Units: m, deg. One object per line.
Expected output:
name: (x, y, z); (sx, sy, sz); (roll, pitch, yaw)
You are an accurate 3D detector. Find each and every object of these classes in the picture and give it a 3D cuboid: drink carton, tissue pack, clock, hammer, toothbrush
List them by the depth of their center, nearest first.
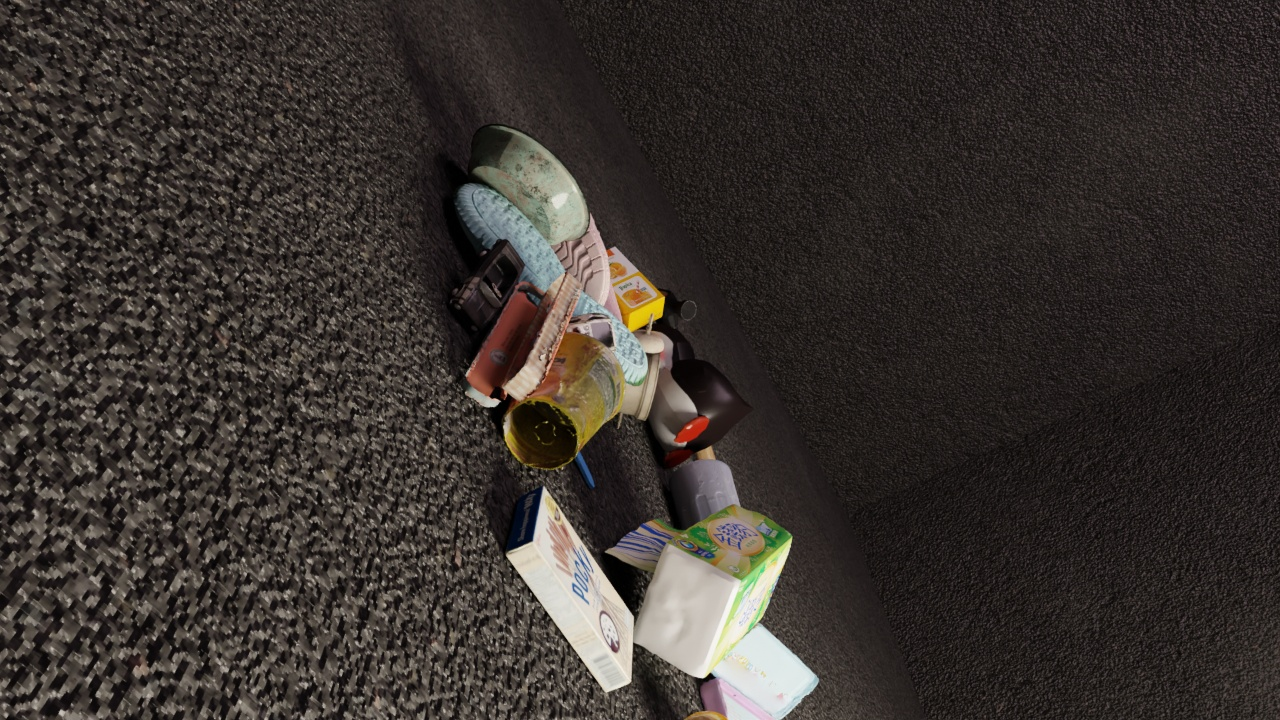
tissue pack: (0.048, 0.201, 0.892); (0.141, 0.120, 0.197); (23, 5, 21)
toothbrush: (-0.086, 0.053, 0.903); (0.016, 0.014, 0.166); (-63, 129, -76)
clock: (-0.006, 0.007, 1.111); (0.092, 0.054, 0.141); (-90, -167, -65)
drink carton: (-0.028, -0.100, 1.264); (0.122, 0.058, 0.040); (48, -29, 28)
hammer: (0.064, 0.038, 1.373); (0.132, 0.040, 0.306); (20, -46, 52)

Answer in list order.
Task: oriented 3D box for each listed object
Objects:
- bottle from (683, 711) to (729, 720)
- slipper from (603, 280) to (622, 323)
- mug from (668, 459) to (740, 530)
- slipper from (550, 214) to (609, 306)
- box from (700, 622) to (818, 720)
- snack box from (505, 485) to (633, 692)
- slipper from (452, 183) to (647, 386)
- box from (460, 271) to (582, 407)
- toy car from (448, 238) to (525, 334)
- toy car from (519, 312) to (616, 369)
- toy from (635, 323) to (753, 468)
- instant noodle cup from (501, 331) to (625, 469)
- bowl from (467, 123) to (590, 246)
bottle: (0.069, 0.349, 0.789); (0.109, 0.063, 0.063); (57, 13, -38)
slipper: (-0.073, -0.097, 1.178); (0.106, 0.056, 0.221); (-22, 94, -77)
mug: (0.087, 0.205, 1.179); (0.124, 0.084, 0.103); (90, -10, -45)
slipper: (-0.102, -0.155, 1.089); (0.239, 0.094, 0.064); (62, 16, 11)
box: (0.131, 0.375, 1.000); (0.214, 0.062, 0.139); (51, 52, -46)
snack box: (-0.052, 0.179, 0.722); (0.150, 0.026, 0.081); (59, 13, -21)
slipper: (-0.101, -0.066, 0.949); (0.276, 0.070, 0.115); (45, 20, -13)
box: (-0.097, -0.027, 0.799); (0.186, 0.076, 0.055); (-77, 171, -58)
toy car: (-0.134, -0.068, 0.823); (0.040, 0.037, 0.092); (57, 46, -34)
toy car: (-0.074, -0.016, 0.877); (0.041, 0.112, 0.048); (-5, -83, 65)
toy: (0.053, 0.027, 1.252); (0.184, 0.139, 0.159); (56, -29, 23)
instant noodle cup: (-0.073, 0.040, 0.803); (0.102, 0.102, 0.108); (60, 22, -15)
bowl: (-0.129, -0.177, 0.983); (0.157, 0.038, 0.158); (29, -28, 16)
